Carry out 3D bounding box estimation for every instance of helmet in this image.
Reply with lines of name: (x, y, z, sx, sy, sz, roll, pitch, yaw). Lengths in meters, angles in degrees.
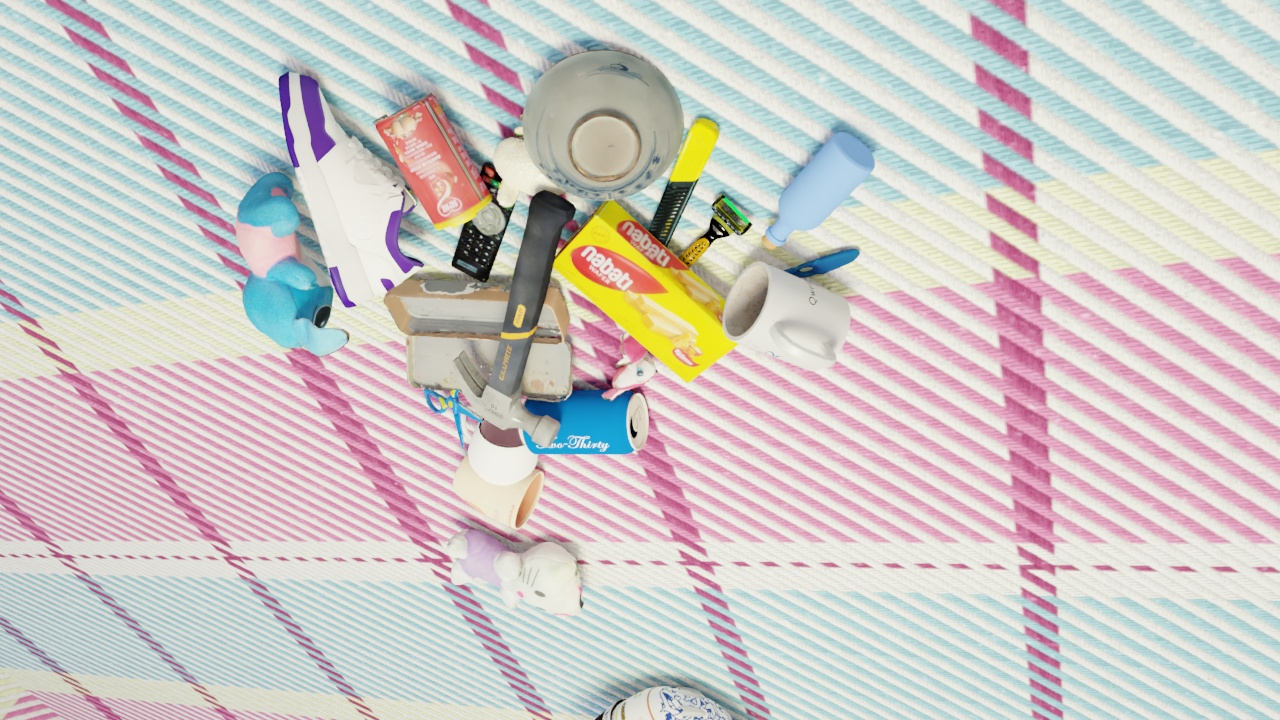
helmet: (0.043, 0.650, 1.492, 0.314, 0.231, 0.236, 24, 102, -9)

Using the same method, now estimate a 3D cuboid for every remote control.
remote control: (-0.167, -0.149, 0.995, 0.045, 0.021, 0.141, 27, 129, -2)

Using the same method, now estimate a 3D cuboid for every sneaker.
sneaker: (-0.296, -0.184, 0.960, 0.111, 0.092, 0.244, -19, 108, -17)

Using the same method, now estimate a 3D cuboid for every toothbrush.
toothbrush: (0.160, -0.091, 0.936, 0.133, 0.016, 0.021, -13, 140, 29)

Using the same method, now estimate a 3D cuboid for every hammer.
hammer: (-0.122, -0.043, 0.990, 0.139, 0.035, 0.313, 28, 130, 7)

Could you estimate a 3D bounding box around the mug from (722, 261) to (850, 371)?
mug: (0.149, -0.034, 0.906, 0.096, 0.119, 0.083, 20, 117, -23)

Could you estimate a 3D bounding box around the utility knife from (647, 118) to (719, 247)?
utility knife: (0.025, -0.144, 0.932, 0.029, 0.020, 0.234, 28, 133, 1)

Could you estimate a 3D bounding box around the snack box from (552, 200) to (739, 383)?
snack box: (0.010, -0.070, 0.963, 0.200, 0.042, 0.092, 41, 133, -11)

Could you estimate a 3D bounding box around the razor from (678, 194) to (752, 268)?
razor: (0.056, -0.112, 0.950, 0.044, 0.021, 0.145, 45, 130, -4)

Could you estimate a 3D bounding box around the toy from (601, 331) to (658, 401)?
toy: (-0.006, 0.006, 1.044, 0.050, 0.065, 0.103, 32, 140, 23)

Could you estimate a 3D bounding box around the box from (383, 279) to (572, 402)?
box: (-0.188, -0.026, 1.083, 0.217, 0.071, 0.157, 3, 114, 16)

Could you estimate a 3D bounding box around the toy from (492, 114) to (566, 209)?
toy: (-0.104, -0.195, 0.910, 0.087, 0.050, 0.112, 13, 120, 2)

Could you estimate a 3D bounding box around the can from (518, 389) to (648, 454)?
can: (-0.070, 0.075, 1.120, 0.146, 0.078, 0.079, -2, 130, 20)

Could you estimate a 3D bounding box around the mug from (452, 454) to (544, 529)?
mug: (-0.194, 0.176, 1.261, 0.104, 0.085, 0.111, 22, 164, 12)

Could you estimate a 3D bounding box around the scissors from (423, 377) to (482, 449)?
scissors: (-0.238, 0.049, 1.169, 0.125, 0.014, 0.131, 25, 123, 38)

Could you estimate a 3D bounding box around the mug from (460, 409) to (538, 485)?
mug: (-0.190, 0.109, 1.193, 0.124, 0.090, 0.076, 32, 130, 24)

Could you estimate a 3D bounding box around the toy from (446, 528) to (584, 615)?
toy: (-0.181, 0.313, 1.369, 0.209, 0.085, 0.138, 14, 136, 8)

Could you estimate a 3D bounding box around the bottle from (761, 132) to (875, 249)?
bottle: (0.159, -0.151, 0.861, 0.048, 0.047, 0.131, 32, 133, -11)

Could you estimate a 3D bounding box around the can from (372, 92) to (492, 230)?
can: (-0.206, -0.198, 0.920, 0.067, 0.066, 0.124, -15, 115, 29)

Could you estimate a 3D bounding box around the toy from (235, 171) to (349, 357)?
toy: (-0.391, -0.099, 1.013, 0.224, 0.098, 0.192, 38, 136, 49)

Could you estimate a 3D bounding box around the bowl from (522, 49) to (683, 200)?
bowl: (-0.034, -0.205, 0.845, 0.150, 0.056, 0.151, -2, 125, -3)
